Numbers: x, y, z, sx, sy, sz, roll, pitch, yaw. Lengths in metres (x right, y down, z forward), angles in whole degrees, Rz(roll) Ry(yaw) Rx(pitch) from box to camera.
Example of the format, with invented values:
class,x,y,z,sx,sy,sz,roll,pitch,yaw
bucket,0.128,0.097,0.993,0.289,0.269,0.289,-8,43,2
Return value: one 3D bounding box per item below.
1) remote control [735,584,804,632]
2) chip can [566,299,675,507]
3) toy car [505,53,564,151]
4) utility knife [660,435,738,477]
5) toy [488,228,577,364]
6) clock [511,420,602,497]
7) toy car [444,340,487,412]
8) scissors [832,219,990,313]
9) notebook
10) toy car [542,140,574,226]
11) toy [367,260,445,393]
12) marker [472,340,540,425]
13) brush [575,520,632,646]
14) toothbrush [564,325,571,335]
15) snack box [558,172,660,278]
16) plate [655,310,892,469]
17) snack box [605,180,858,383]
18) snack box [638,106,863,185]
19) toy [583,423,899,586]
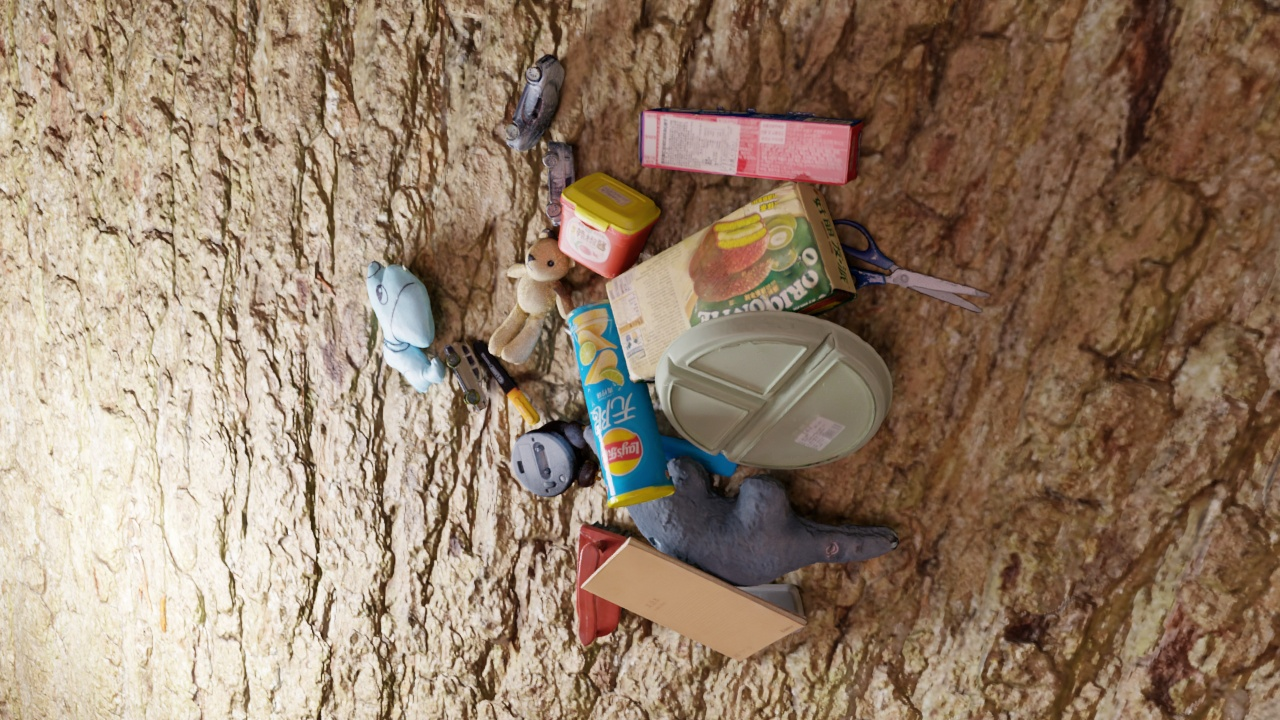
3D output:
class,x,y,z,sx,sy,sz,roll,pitch,yaw
remote control,0.119,0.281,1.046,0.136,0.020,0.056,-8,102,28
chip can,-0.022,0.044,0.965,0.071,0.071,0.210,-22,73,30
toy car,-0.107,-0.267,0.960,0.031,0.048,0.106,32,118,10
utility knife,0.036,0.099,1.028,0.161,0.018,0.034,12,125,23
toy,-0.122,-0.068,1.023,0.105,0.066,0.157,40,113,29
clock,-0.093,0.113,1.074,0.122,0.055,0.082,-8,102,27
toy car,-0.208,0.019,1.107,0.035,0.042,0.090,-25,94,-14
scissors,0.239,-0.072,0.877,0.173,0.012,0.126,46,118,5
notebook,0.054,0.267,1.009,0.211,0.012,0.150,27,141,-8
toy car,-0.087,-0.189,0.982,0.034,0.043,0.090,-2,103,-8
toy,-0.286,-0.046,1.118,0.161,0.049,0.157,43,130,16
marker,-0.162,0.027,1.103,0.018,0.015,0.124,-39,86,26
brush,-0.050,0.269,1.096,0.063,0.069,0.146,14,112,23
toothbrush,-0.006,0.006,1.020,0.187,0.016,0.017,27,126,15
snack box,-0.036,-0.139,0.955,0.091,0.081,0.080,31,131,15
plate,0.126,0.038,0.889,0.230,0.027,0.231,8,141,6
snack box,0.081,-0.069,0.895,0.241,0.063,0.114,-26,73,34
snack box,0.102,-0.207,0.873,0.208,0.057,0.058,11,113,22
toy,0.090,0.173,0.986,0.357,0.091,0.138,16,104,19
